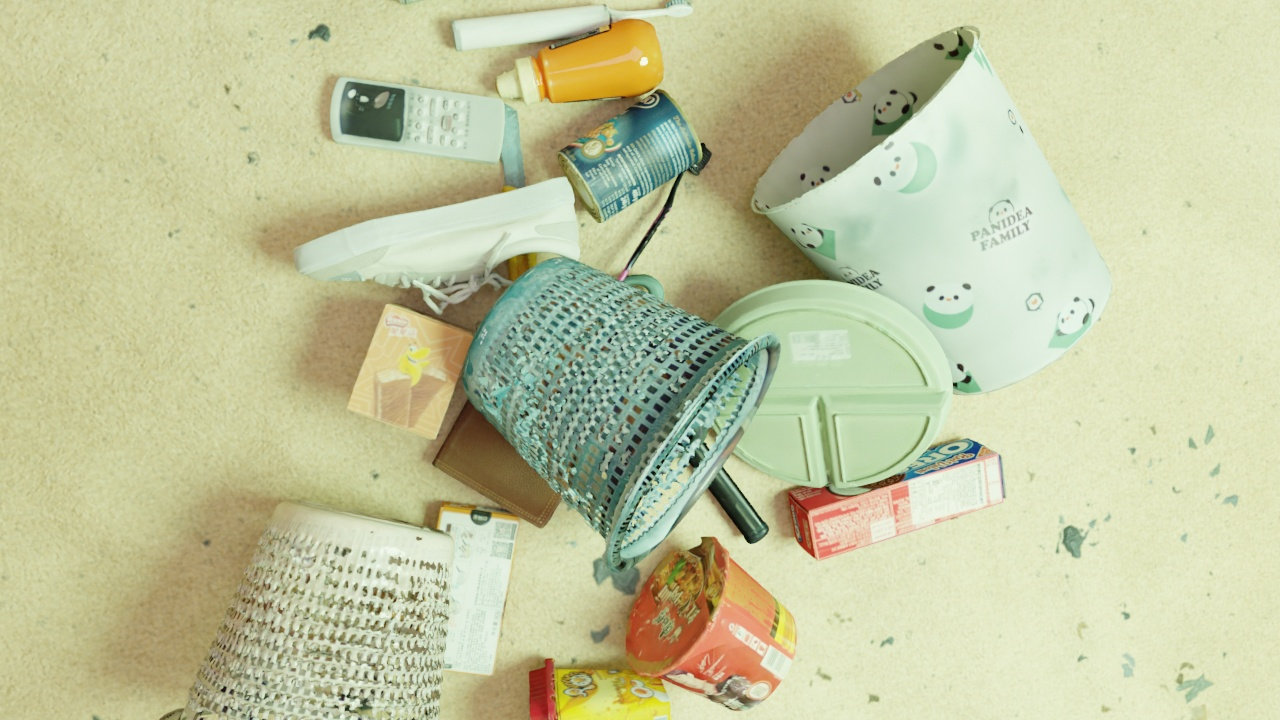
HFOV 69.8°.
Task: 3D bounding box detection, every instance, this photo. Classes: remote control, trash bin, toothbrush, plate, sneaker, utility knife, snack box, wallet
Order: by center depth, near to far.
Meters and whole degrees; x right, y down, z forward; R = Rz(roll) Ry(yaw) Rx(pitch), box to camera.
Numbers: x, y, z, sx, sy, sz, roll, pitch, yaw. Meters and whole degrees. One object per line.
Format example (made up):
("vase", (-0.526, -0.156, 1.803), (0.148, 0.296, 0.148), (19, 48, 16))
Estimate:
("trash bin", (-0.027, 0.024, 0.753), (0.195, 0.226, 0.226), (35, 87, 18))
("trash bin", (-0.248, 0.222, 0.753), (0.227, 0.228, 0.192), (15, 78, -12))
("sneaker", (-0.169, -0.089, 0.793), (0.242, 0.089, 0.091), (-14, 100, -7))
("snack box", (-0.196, 0.006, 0.793), (0.077, 0.093, 0.094), (21, 90, -11))
("remote control", (-0.196, -0.212, 0.810), (0.150, 0.021, 0.058), (5, 93, -8))
("trash bin", (0.265, -0.120, 0.817), (0.229, 0.229, 0.252), (-45, 107, -5))
("plate", (0.159, 0.031, 0.825), (0.230, 0.027, 0.231), (9, 128, 11))
("toothbrush", (-0.059, -0.307, 0.830), (0.221, 0.027, 0.026), (-11, 57, -10))
("utility knife", (-0.114, -0.122, 0.839), (0.033, 0.015, 0.230), (-6, 94, -12))
("wallet", (-0.114, 0.081, 0.842), (0.124, 0.032, 0.101), (30, 87, -3))
("snack box", (-0.161, 0.212, 0.850), (0.075, 0.026, 0.154), (10, 92, -11))
("toothbrush", (0.016, -0.124, 0.851), (0.018, 0.014, 0.189), (35, 77, -20))
("toothbrush", (0.054, 0.086, 0.882), (0.027, 0.026, 0.212), (-37, 96, -13))
("snack box", (0.252, 0.135, 0.903), (0.207, 0.057, 0.058), (-15, 105, -10))

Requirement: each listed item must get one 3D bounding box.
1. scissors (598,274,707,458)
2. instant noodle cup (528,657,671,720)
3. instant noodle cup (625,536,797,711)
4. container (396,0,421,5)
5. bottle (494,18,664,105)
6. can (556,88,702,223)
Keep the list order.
("scissors", (-0.002, 0.009, 0.855), (0.175, 0.019, 0.170), (25, 96, 1))
("instant noodle cup", (-0.036, 0.335, 0.834), (0.123, 0.116, 0.116), (-5, 95, -7))
("instant noodle cup", (0.069, 0.251, 0.846), (0.108, 0.138, 0.138), (38, 86, -20))
("container", (-0.187, -0.373, 0.771), (0.090, 0.090, 0.114), (-20, 100, -8))
("bottle", (-0.056, -0.260, 0.820), (0.149, 0.066, 0.067), (-13, 96, -2))
("can", (-0.011, -0.182, 0.824), (0.111, 0.075, 0.075), (-34, 99, -7))
